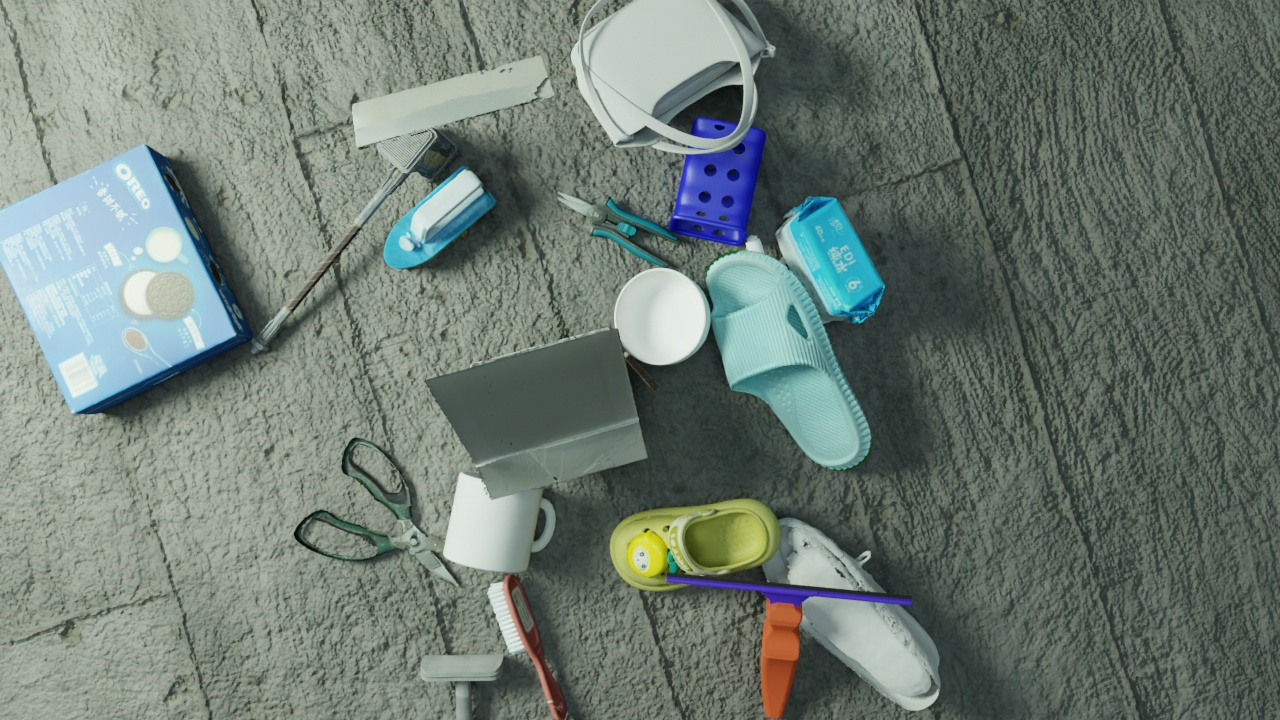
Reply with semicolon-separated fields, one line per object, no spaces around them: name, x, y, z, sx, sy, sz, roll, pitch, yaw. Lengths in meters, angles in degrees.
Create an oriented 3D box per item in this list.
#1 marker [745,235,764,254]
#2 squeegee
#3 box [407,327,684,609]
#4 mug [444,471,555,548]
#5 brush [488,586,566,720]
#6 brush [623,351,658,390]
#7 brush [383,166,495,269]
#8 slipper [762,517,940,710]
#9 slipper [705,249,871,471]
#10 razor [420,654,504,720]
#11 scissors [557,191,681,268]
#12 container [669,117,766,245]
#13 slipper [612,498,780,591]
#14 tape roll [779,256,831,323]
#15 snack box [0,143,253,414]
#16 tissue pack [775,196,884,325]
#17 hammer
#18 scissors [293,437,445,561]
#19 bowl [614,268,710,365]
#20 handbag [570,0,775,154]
marker;0.142;-0.076;1.026;0.017;0.020;0.133;-21;98;-17
squeegee;0.151;0.309;0.990;0.250;0.055;0.185;4;113;6
box;-0.082;0.058;0.788;0.167;0.506;0.148;-16;93;-3
mug;-0.146;0.175;0.996;0.121;0.091;0.090;13;86;-34
brush;-0.125;0.321;1.015;0.030;0.041;0.172;-21;91;16
brush;-0.006;0.006;0.969;0.008;0.143;0.045;-42;98;-1
brush;-0.226;-0.151;1.003;0.136;0.075;0.055;-41;89;-2
slipper;0.231;0.267;1.002;0.247;0.074;0.112;44;106;6
slipper;0.156;0.005;0.993;0.116;0.069;0.276;-28;93;36
razor;-0.194;0.382;1.010;0.088;0.047;0.116;0;96;-1
scissors;-0.021;-0.156;1.034;0.139;0.019;0.129;-17;96;6
container;0.085;-0.195;1.006;0.085;0.084;0.113;12;87;0
slipper;0.056;0.203;0.985;0.191;0.081;0.091;-13;92;13
tape roll;0.195;-0.086;1.040;0.093;0.013;0.093;0;89;-2
snack box;-0.570;-0.088;1.005;0.195;0.056;0.239;-26;88;-2
tissue pack;0.205;-0.104;0.988;0.061;0.093;0.144;-27;90;-9
hammer;-0.326;-0.129;1.005;0.044;0.098;0.322;42;97;0
scissors;-0.292;0.201;1.023;0.154;0.015;0.209;-42;88;-5
bowl;0.028;-0.047;1.009;0.105;0.054;0.105;0;90;18
handbag;0.048;-0.305;0.964;0.216;0.095;0.222;-34;59;-2
